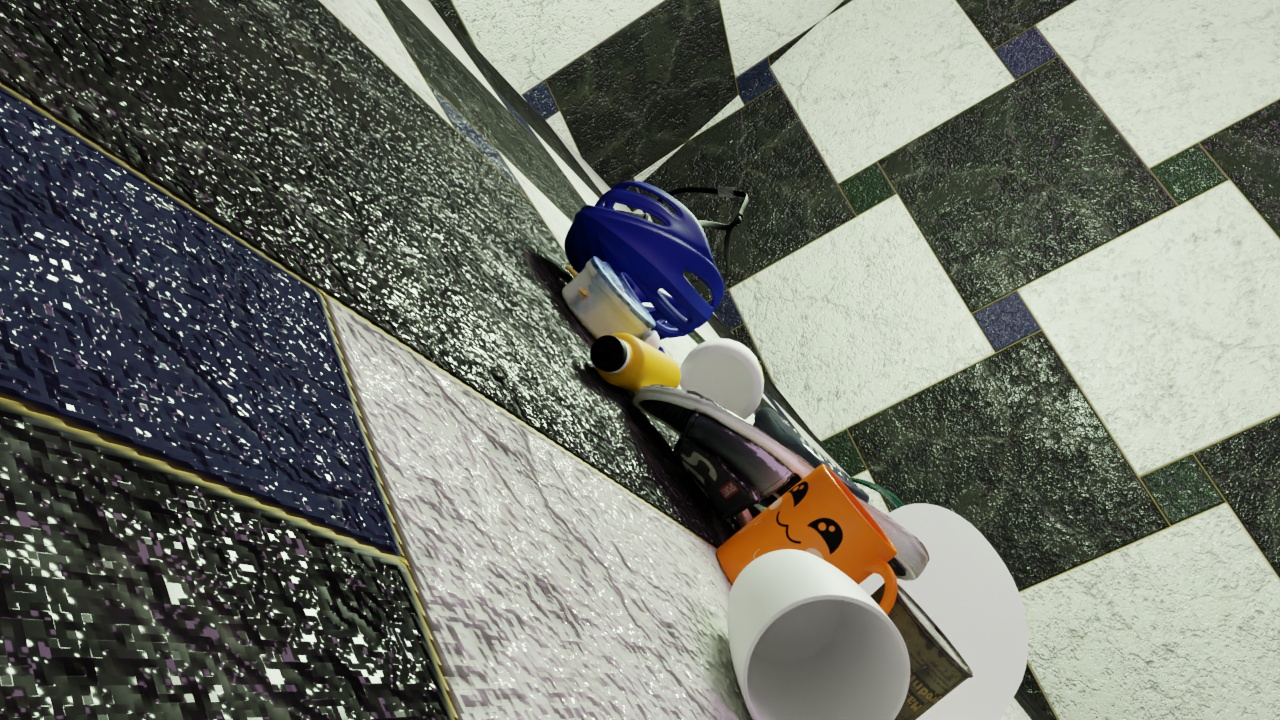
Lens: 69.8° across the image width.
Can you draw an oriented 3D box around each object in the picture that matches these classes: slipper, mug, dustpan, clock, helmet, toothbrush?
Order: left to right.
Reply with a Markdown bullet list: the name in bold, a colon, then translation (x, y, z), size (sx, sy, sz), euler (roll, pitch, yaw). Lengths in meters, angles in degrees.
- **clock**: translation (-0.021, -0.043, 0.881), size (0.125, 0.052, 0.088), euler (44, 9, -32)
- **helmet**: translation (0.027, -0.137, 1.004), size (0.148, 0.227, 0.241), euler (14, -24, 36)
- **mug**: translation (0.089, 0.034, 1.008), size (0.068, 0.094, 0.115), euler (-50, 136, -80)
- **toothbrush**: translation (0.072, 0.110, 0.799), size (0.021, 0.016, 0.135), euler (36, 15, -51)
- **slipper**: translation (0.098, 0.105, 0.726), size (0.264, 0.063, 0.111), euler (31, -15, 5)
- **slipper**: translation (0.147, 0.116, 0.888), size (0.110, 0.083, 0.268), euler (39, 2, -2)
- **mug**: translation (0.121, 0.142, 0.620), size (0.077, 0.096, 0.112), euler (41, 12, -45)
- **mug**: translation (0.095, 0.158, 0.478), size (0.114, 0.081, 0.087), euler (55, 1, -8)
- **dustpan**: translation (0.267, 0.241, 0.860), size (0.257, 0.053, 0.191), euler (-23, 74, -47)

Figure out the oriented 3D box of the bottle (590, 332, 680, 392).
- **bottle**: translation (-0.005, 0.005, 0.776), size (0.043, 0.043, 0.143), euler (52, 8, 18)

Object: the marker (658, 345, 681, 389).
- **marker**: translation (0.028, 0.019, 0.971), size (0.020, 0.020, 0.141), euler (46, 10, -23)

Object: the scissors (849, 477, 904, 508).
- **scissors**: translation (0.209, 0.185, 1.077), size (0.015, 0.137, 0.210), euler (-11, 23, -43)

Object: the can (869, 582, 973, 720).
- **can**: translation (0.194, 0.227, 0.704), size (0.090, 0.075, 0.089), euler (47, 8, -8)
